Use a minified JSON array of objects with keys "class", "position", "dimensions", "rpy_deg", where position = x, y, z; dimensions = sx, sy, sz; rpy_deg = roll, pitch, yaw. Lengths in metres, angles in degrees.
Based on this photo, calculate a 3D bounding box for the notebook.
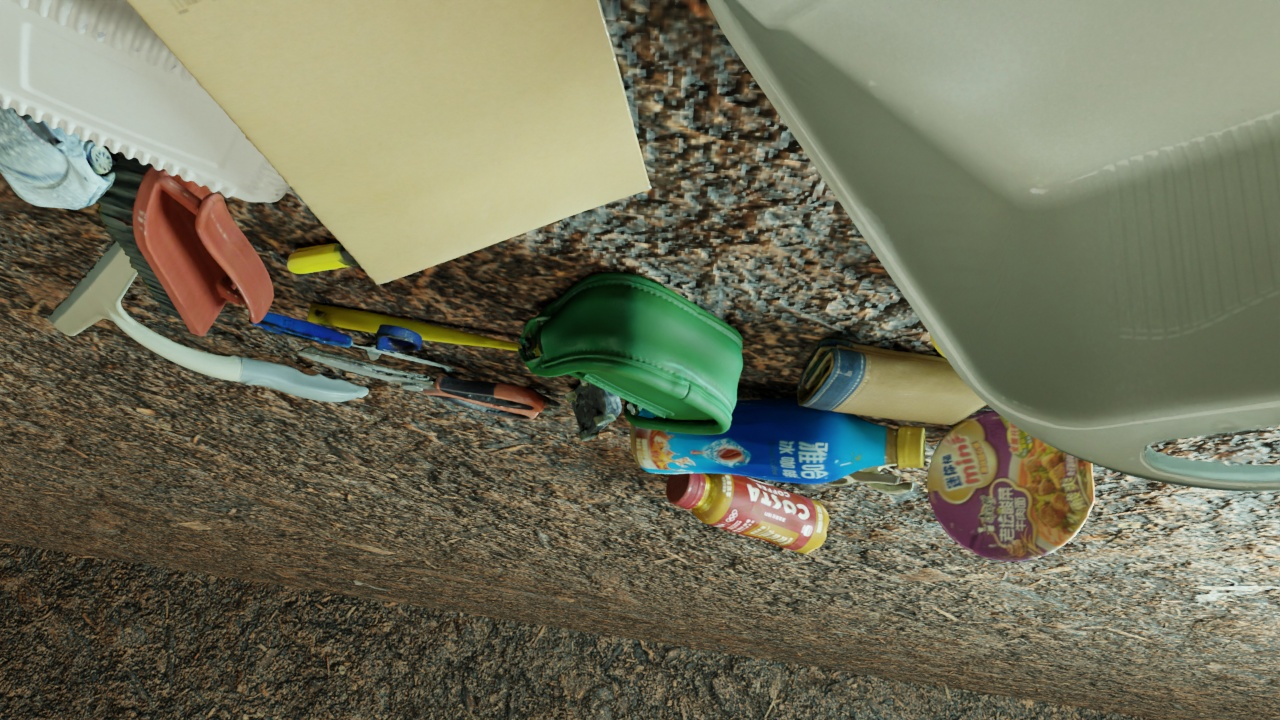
[{"class":"notebook","position":[-0.083,-0.107,0.370],"dimensions":[0.149,0.012,0.211],"rpy_deg":[-19,154,2]}]

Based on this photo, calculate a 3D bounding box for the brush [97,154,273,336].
[{"class":"brush","position":[-0.264,-0.069,0.548],"dimensions":[0.069,0.063,0.146],"rpy_deg":[22,155,0]}]

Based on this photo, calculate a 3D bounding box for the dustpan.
[{"class":"dustpan","position":[0.175,-0.057,0.308],"dimensions":[0.257,0.142,0.223],"rpy_deg":[25,152,-36]}]

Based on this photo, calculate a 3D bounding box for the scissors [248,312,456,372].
[{"class":"scissors","position":[-0.203,-0.012,0.684],"dimensions":[0.175,0.012,0.163],"rpy_deg":[16,167,-37]}]

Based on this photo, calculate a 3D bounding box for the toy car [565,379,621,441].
[{"class":"toy car","position":[-0.034,0.035,0.733],"dimensions":[0.034,0.043,0.091],"rpy_deg":[-13,167,-19]}]

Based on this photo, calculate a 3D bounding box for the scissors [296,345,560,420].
[{"class":"scissors","position":[-0.162,0.017,0.735],"dimensions":[0.177,0.015,0.210],"rpy_deg":[1,164,17]}]

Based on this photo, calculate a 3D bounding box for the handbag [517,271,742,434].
[{"class":"handbag","position":[-0.004,0.004,0.610],"dimensions":[0.131,0.067,0.120],"rpy_deg":[26,153,-33]}]

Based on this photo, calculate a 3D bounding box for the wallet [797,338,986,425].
[{"class":"wallet","position":[0.172,0.018,0.625],"dimensions":[0.115,0.033,0.090],"rpy_deg":[9,160,-2]}]

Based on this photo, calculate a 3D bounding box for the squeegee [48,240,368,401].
[{"class":"squeegee","position":[-0.344,-0.001,0.767],"dimensions":[0.246,0.039,0.247],"rpy_deg":[26,152,-36]}]

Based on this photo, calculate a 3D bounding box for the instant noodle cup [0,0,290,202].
[{"class":"instant noodle cup","position":[-0.205,-0.129,0.388],"dimensions":[0.173,0.060,0.138],"rpy_deg":[23,154,-27]}]

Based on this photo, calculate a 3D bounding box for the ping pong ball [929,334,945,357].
[{"class":"ping pong ball","position":[0.185,-0.018,0.521],"dimensions":[0.040,0.040,0.040],"rpy_deg":[8,157,3]}]

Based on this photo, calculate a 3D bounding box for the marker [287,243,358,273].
[{"class":"marker","position":[-0.172,-0.070,0.574],"dimensions":[0.124,0.015,0.018],"rpy_deg":[-6,154,25]}]

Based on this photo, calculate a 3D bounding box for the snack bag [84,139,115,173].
[{"class":"snack bag","position":[-0.317,-0.115,0.504],"dimensions":[0.045,0.026,0.105],"rpy_deg":[-6,156,4]}]

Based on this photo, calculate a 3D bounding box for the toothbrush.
[{"class":"toothbrush","position":[-0.151,-0.019,0.682],"dimensions":[0.190,0.015,0.017],"rpy_deg":[10,164,-1]}]

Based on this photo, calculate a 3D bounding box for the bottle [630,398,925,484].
[{"class":"bottle","position":[0.102,0.060,0.698],"dimensions":[0.219,0.065,0.065],"rpy_deg":[1,156,23]}]

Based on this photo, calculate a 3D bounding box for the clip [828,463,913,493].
[{"class":"clip","position":[0.192,0.096,0.801],"dimensions":[0.076,0.034,0.101],"rpy_deg":[25,157,-35]}]

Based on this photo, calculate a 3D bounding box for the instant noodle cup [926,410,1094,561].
[{"class":"instant noodle cup","position":[0.284,0.101,0.692],"dimensions":[0.112,0.111,0.099],"rpy_deg":[-4,161,30]}]

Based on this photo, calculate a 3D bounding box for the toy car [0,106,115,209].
[{"class":"toy car","position":[-0.306,-0.117,0.448],"dimensions":[0.049,0.031,0.106],"rpy_deg":[-13,130,14]}]

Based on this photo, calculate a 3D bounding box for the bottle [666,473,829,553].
[{"class":"bottle","position":[0.107,0.146,0.918],"dimensions":[0.174,0.057,0.058],"rpy_deg":[21,154,-27]}]
